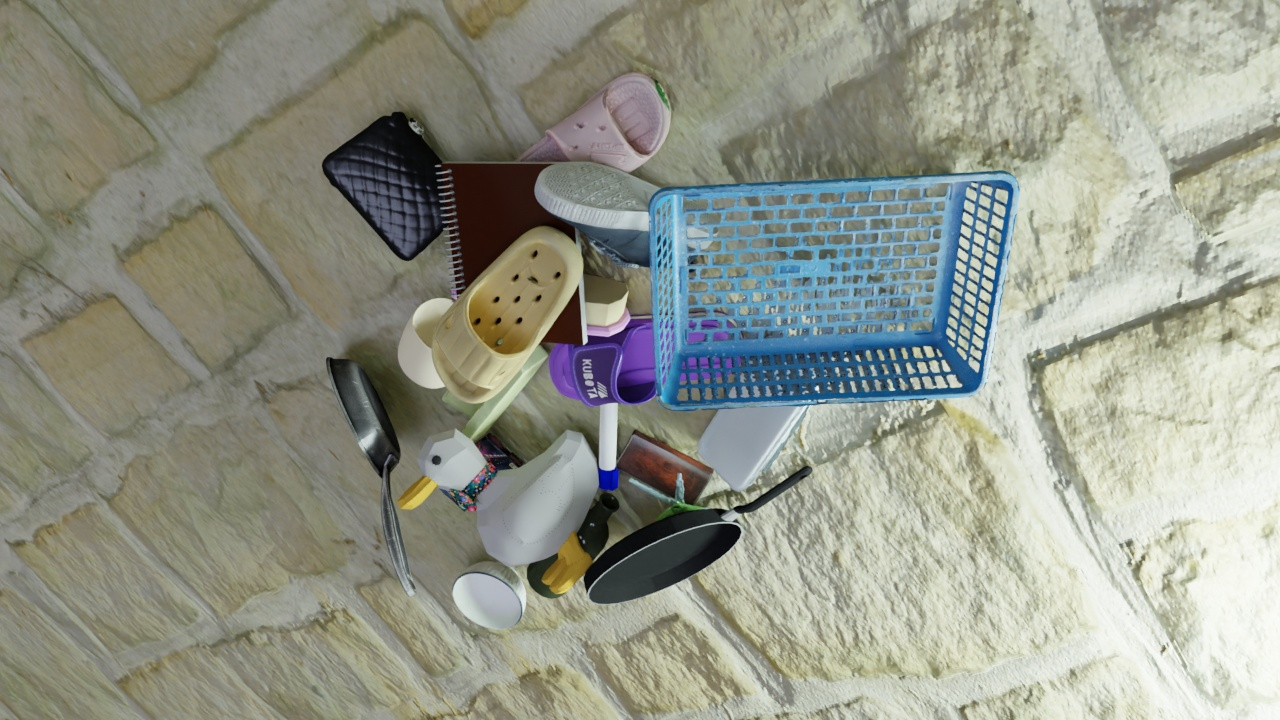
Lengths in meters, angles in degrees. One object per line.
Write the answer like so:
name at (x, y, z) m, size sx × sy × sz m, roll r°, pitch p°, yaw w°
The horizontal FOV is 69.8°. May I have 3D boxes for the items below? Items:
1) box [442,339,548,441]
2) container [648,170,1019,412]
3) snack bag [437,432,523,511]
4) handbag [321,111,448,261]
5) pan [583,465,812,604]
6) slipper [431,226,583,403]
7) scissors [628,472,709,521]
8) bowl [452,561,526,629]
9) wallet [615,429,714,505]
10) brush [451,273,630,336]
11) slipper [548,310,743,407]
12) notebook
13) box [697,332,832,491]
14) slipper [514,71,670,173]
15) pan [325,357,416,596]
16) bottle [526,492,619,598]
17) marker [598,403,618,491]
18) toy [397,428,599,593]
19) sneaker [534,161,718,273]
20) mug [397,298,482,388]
box at (-0.207, 0.038, 1.237) m, size 0.091 × 0.083 × 0.188 m, roll 33°, pitch 125°, yaw -9°
container at (0.191, -0.082, 0.978) m, size 0.362 × 0.089 × 0.257 m, roll -2°, pitch 120°, yaw 1°
snack bag at (-0.243, 0.167, 1.364) m, size 0.074 × 0.018 × 0.156 m, roll 45°, pitch 125°, yaw -12°
handbag at (-0.286, -0.217, 1.121) m, size 0.125 × 0.114 × 0.153 m, roll -38°, pitch 101°, yaw 8°
pan at (0.077, 0.225, 1.202) m, size 0.357 × 0.225 × 0.034 m, roll -39°, pitch 60°, yaw 23°
slipper at (-0.167, -0.046, 1.049) m, size 0.111 × 0.079 × 0.262 m, roll 45°, pitch 117°, yaw 2°
scissors at (0.058, 0.197, 1.256) m, size 0.160 × 0.024 × 0.172 m, roll 12°, pitch 146°, yaw 6°
bowl at (-0.230, 0.359, 1.447) m, size 0.118 × 0.062 × 0.118 m, roll 8°, pitch 121°, yaw 13°
wallet at (0.033, 0.148, 1.258) m, size 0.123 × 0.019 × 0.072 m, roll 28°, pitch 124°, yaw 1°
brush at (-0.125, -0.080, 1.132) m, size 0.229 × 0.089 × 0.043 m, roll 11°, pitch 118°, yaw 12°
slipper at (-0.007, 0.007, 1.147) m, size 0.267 × 0.083 × 0.107 m, roll -8°, pitch 117°, yaw 22°
notebook at (-0.150, -0.124, 1.066) m, size 0.172 × 0.022 × 0.209 m, roll 5°, pitch 112°, yaw 19°
box at (0.145, 0.067, 1.138) m, size 0.122 × 0.083 × 0.216 m, roll 23°, pitch 125°, yaw 0°
slipper at (-0.067, -0.230, 1.038) m, size 0.240 × 0.064 × 0.094 m, roll -27°, pitch 109°, yaw 31°
pan at (-0.352, 0.147, 1.243) m, size 0.055 × 0.356 × 0.187 m, roll -25°, pitch 157°, yaw -9°
bottle at (-0.094, 0.266, 1.341) m, size 0.071 × 0.071 × 0.207 m, roll 34°, pitch 124°, yaw -4°
marker at (-0.043, 0.113, 1.247) m, size 0.027 × 0.023 × 0.133 m, roll 19°, pitch 117°, yaw 34°
toy at (-0.168, 0.183, 1.228) m, size 0.267 × 0.246 × 0.141 m, roll 53°, pitch 166°, yaw -5°
sneaker at (-0.021, -0.149, 1.015) m, size 0.235 × 0.089 × 0.088 m, roll 12°, pitch 132°, yaw -32°
mug at (-0.261, -0.008, 1.214) m, size 0.120 × 0.096 × 0.100 m, roll 40°, pitch 135°, yaw 0°
